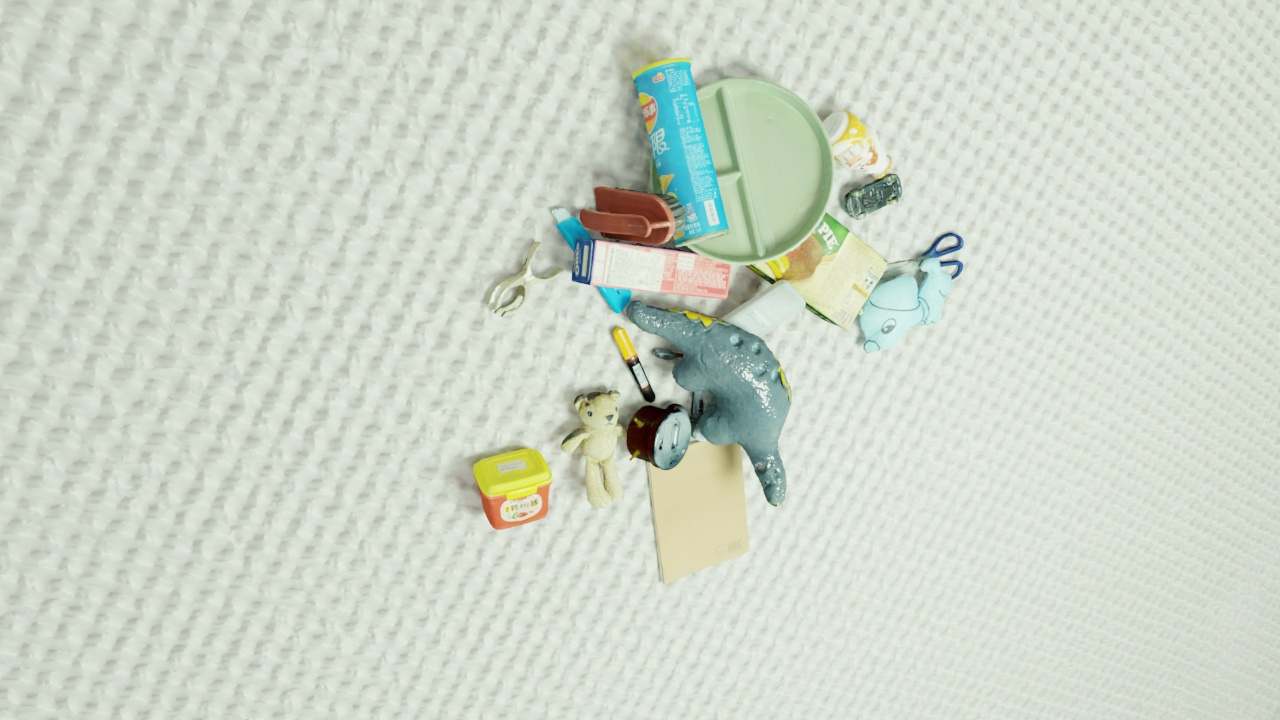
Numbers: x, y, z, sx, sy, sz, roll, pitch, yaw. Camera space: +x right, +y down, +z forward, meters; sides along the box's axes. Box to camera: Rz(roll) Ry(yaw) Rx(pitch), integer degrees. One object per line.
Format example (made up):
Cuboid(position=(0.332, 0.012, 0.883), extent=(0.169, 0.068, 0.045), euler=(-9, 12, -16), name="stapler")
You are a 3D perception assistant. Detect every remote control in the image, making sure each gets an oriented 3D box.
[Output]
Cuboid(position=(0.154, -0.057, 1.236), extent=(0.136, 0.020, 0.056), euler=(-34, 123, 24), name="remote control")

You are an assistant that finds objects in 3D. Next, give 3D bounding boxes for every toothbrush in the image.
Cuboid(position=(0.101, 0.000, 1.267), extent=(0.187, 0.017, 0.016), euler=(7, 105, -26), name="toothbrush")

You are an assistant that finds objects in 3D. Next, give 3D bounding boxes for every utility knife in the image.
Cuboid(position=(-0.061, -0.128, 1.149), extent=(0.034, 0.018, 0.161), euler=(-40, 118, -7), name="utility knife")

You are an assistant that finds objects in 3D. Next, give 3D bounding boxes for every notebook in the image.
Cuboid(position=(0.088, 0.214, 1.339), extent=(0.149, 0.012, 0.212), euler=(-16, 113, -20), name="notebook")

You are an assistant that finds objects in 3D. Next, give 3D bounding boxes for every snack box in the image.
Cuboid(position=(0.219, -0.147, 1.245), extent=(0.240, 0.063, 0.114), euler=(29, 93, -29), name="snack box")
Cuboid(position=(0.015, -0.116, 1.153), extent=(0.207, 0.057, 0.058), euler=(4, 99, -32), name="snack box")
Cuboid(position=(-0.162, 0.165, 1.173), extent=(0.091, 0.082, 0.080), euler=(-13, 126, -20), name="snack box")

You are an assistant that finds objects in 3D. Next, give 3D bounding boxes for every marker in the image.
Cuboid(position=(-0.007, 0.007, 1.223), extent=(0.018, 0.015, 0.124), euler=(-31, 120, -10), name="marker")

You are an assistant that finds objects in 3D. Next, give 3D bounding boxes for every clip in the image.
Cuboid(position=(-0.143, -0.094, 1.118), extent=(0.099, 0.035, 0.070), euler=(-49, 120, -12), name="clip")

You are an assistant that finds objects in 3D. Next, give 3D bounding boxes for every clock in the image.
Cuboid(position=(0.032, 0.101, 1.241), extent=(0.121, 0.055, 0.082), euler=(-8, 107, -52), name="clock")

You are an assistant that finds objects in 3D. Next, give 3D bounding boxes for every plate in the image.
Cuboid(position=(0.126, -0.234, 1.144), extent=(0.230, 0.027, 0.230), euler=(0, 95, -1), name="plate")

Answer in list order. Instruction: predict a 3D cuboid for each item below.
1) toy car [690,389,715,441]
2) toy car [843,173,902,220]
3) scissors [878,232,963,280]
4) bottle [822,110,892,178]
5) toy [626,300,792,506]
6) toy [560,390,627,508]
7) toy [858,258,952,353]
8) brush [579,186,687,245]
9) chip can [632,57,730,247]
Cuboid(position=(0.096, 0.064, 1.280), extent=(0.048, 0.031, 0.106), euler=(-4, 108, -24), name="toy car")
Cuboid(position=(0.322, -0.230, 1.280), extent=(0.090, 0.034, 0.043), euler=(-27, 119, -12), name="toy car")
Cuboid(position=(0.414, -0.133, 1.368), extent=(0.173, 0.012, 0.126), euler=(-39, 119, -6), name="scissors")
Cuboid(position=(0.290, -0.286, 1.229), extent=(0.108, 0.063, 0.063), euler=(27, 95, -29), name="bottle")
Cuboid(position=(0.125, 0.038, 1.220), extent=(0.138, 0.091, 0.356), euler=(-35, 108, -3), name="toy")
Cuboid(position=(-0.051, 0.117, 1.210), extent=(0.105, 0.066, 0.157), euler=(-11, 105, -27), name="toy")
Cuboid(position=(0.385, -0.080, 1.349), extent=(0.156, 0.050, 0.161), euler=(12, 105, -27), name="toy")
Cuboid(position=(-0.010, -0.168, 1.084), extent=(0.069, 0.146, 0.063), euler=(-22, 115, -32), name="brush")
Cuboid(position=(0.049, -0.245, 1.093), extent=(0.071, 0.071, 0.210), euler=(-16, 95, -19), name="chip can")
